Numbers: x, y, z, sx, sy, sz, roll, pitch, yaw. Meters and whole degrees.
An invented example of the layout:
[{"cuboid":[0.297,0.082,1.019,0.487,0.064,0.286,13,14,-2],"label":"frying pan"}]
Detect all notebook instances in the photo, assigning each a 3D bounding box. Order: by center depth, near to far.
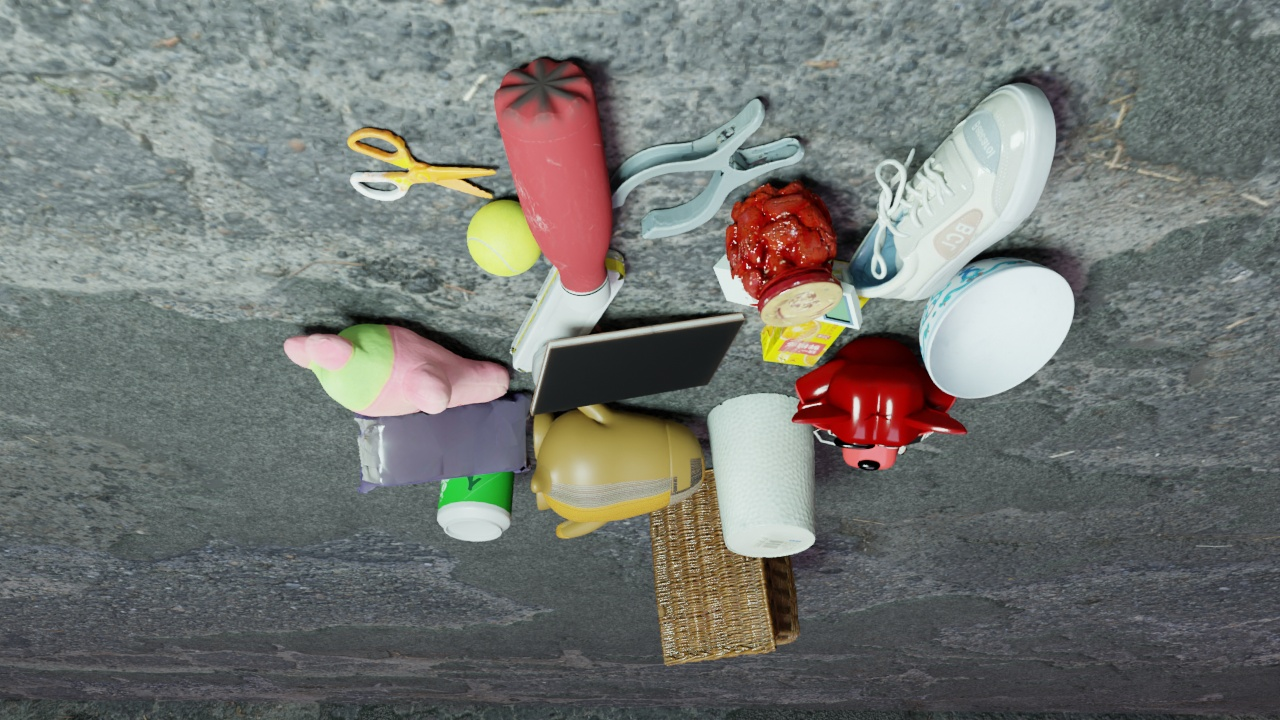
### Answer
[{"cuboid":[-0.006,0.006,0.966,0.208,0.008,0.142,-9,152,-19],"label":"notebook"}]

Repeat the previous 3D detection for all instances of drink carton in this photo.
[{"cuboid":[0.171,-0.044,0.913,0.058,0.042,0.135,7,148,-13],"label":"drink carton"}]

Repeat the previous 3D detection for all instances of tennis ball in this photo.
[{"cuboid":[-0.116,-0.105,0.792,0.065,0.065,0.065,0,149,0],"label":"tennis ball"}]

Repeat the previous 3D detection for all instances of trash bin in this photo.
[{"cuboid":[0.149,0.141,1.100,0.133,0.161,0.133,0,148,0],"label":"trash bin"}]

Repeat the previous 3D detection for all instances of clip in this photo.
[{"cuboid":[0.063,-0.144,0.767,0.167,0.028,0.127,-21,144,31],"label":"clip"}]

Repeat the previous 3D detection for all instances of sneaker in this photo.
[{"cuboid":[0.234,-0.120,0.738,0.090,0.089,0.243,-8,155,-16],"label":"sneaker"}]

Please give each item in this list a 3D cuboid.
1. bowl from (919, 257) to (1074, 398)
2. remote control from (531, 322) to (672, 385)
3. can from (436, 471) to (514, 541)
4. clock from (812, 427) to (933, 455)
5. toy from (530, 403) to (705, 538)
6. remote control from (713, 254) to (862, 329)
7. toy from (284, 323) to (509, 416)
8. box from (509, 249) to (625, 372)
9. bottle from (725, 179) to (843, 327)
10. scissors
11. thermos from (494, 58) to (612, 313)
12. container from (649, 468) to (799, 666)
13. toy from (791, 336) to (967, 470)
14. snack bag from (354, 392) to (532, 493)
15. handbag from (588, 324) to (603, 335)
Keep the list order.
[{"cuboid":[0.319,-0.044,0.862,0.144,0.074,0.144,-8,128,-11],"label":"bowl"},{"cuboid":[-0.039,-0.002,0.964,0.151,0.019,0.074,-10,152,-15],"label":"remote control"},{"cuboid":[-0.199,0.144,1.127,0.088,0.139,0.088,0,149,0],"label":"can"},{"cuboid":[0.276,0.073,1.072,0.155,0.065,0.114,-30,140,33],"label":"clock"},{"cuboid":[-0.024,0.120,1.105,0.203,0.162,0.199,-1,109,-2],"label":"toy"},{"cuboid":[0.134,-0.067,0.841,0.143,0.024,0.049,15,151,33],"label":"remote control"},{"cuboid":[-0.245,0.015,0.965,0.236,0.097,0.192,10,180,-36],"label":"toy"},{"cuboid":[-0.078,-0.044,0.925,0.064,0.033,0.210,10,148,-20],"label":"box"},{"cuboid":[0.121,-0.089,0.772,0.099,0.111,0.099,-12,156,-6],"label":"bottle"},{"cuboid":[-0.183,-0.150,0.770,0.133,0.012,0.097,17,145,-23],"label":"scissors"},{"cuboid":[-0.058,-0.124,0.739,0.073,0.073,0.240,-3,144,5],"label":"thermos"},{"cuboid":[0.128,0.294,1.293,0.162,0.249,0.183,-16,155,24],"label":"container"},{"cuboid":[0.232,0.047,0.914,0.158,0.120,0.197,6,-167,11],"label":"toy"},{"cuboid":[-0.213,0.090,1.029,0.205,0.096,0.058,-5,-175,-32],"label":"snack bag"},{"cuboid":[-0.053,0.001,1.007,0.055,0.029,0.120,0,144,-8],"label":"handbag"}]
